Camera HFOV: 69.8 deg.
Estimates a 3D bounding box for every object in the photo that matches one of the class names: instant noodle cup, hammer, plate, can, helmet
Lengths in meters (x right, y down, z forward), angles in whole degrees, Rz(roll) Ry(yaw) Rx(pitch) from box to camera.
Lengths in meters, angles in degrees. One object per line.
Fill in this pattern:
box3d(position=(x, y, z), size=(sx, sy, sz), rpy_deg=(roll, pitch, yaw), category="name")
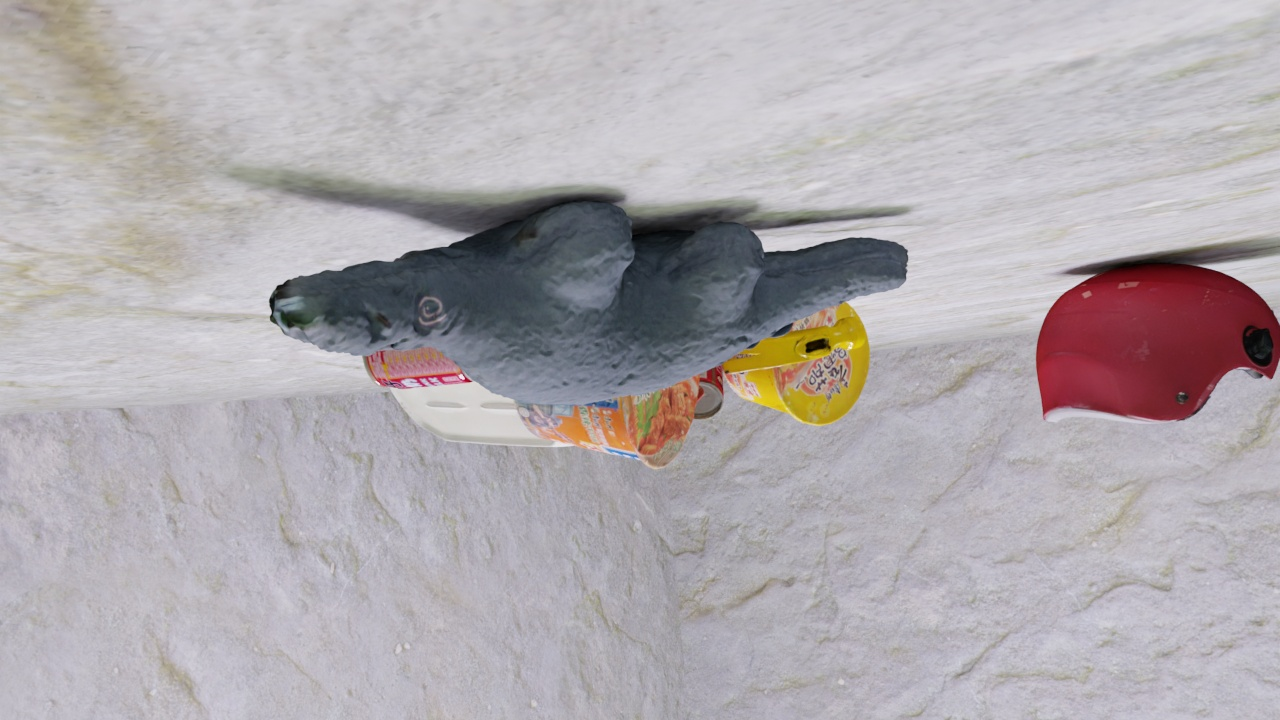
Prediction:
box3d(position=(-0.029, 0.009, 0.750), size=(0.112, 0.151, 0.151), rpy_deg=(3, -179, 25), category="instant noodle cup")
box3d(position=(0.078, -0.022, 0.926), size=(0.128, 0.033, 0.301), rpy_deg=(-13, -170, -29), category="hammer")
box3d(position=(-0.165, 0.038, 0.947), size=(0.266, 0.162, 0.034), rpy_deg=(1, -136, 34), category="plate")
box3d(position=(-0.187, -0.010, 0.802), size=(0.094, 0.066, 0.066), rpy_deg=(-6, 178, 16), category="can")
box3d(position=(0.067, 0.006, 1.049), size=(0.053, 0.053, 0.132), rpy_deg=(-5, -144, 7), category="can")
box3d(position=(0.518, -0.031, 0.927), size=(0.239, 0.144, 0.207), rpy_deg=(-19, -179, -13), category="helmet")
box3d(position=(0.163, -0.004, 1.002), size=(0.137, 0.138, 0.110), rpy_deg=(-3, -174, -32), category="instant noodle cup")

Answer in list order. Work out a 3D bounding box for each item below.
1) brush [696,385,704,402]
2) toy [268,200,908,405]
box3d(position=(-0.006, 0.006, 0.957), size=(0.063, 0.146, 0.069), rpy_deg=(-45, 169, -10), category="brush")
box3d(position=(-0.017, -0.028, 0.484), size=(0.355, 0.091, 0.138), rpy_deg=(-6, 166, -34), category="toy")
